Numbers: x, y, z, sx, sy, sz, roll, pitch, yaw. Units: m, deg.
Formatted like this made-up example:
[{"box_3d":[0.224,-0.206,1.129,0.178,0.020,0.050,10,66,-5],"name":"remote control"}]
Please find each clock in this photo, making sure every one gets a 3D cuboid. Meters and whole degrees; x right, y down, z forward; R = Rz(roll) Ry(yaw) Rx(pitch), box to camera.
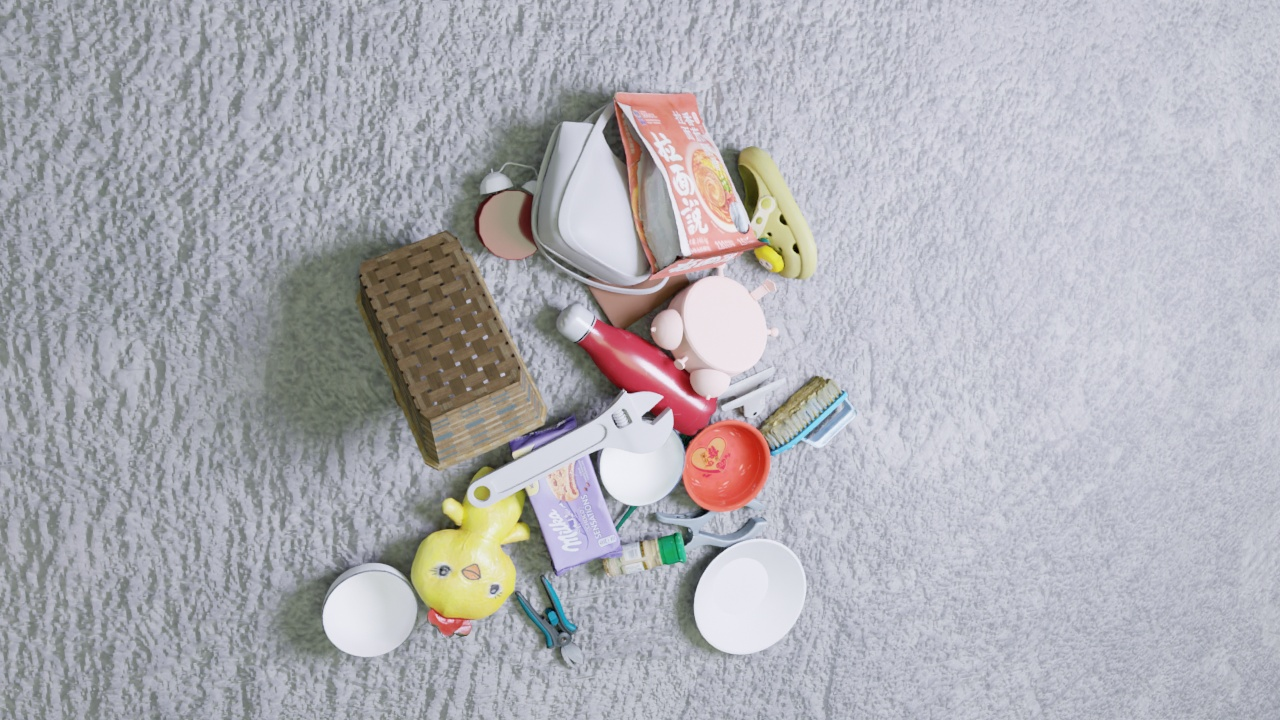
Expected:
[{"box_3d":[-0.155,-0.175,1.110,0.087,0.044,0.124,8,98,-20],"name":"clock"},{"box_3d":[0.102,-0.042,1.179,0.160,0.086,0.131,-42,97,-26],"name":"clock"}]

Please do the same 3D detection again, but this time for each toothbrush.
[{"box_3d":[0.007,0.177,1.251,0.016,0.017,0.189,38,86,-4],"name":"toothbrush"}]

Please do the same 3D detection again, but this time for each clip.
[{"box_3d":[0.097,0.216,1.284,0.163,0.028,0.106,-16,104,-16],"name":"clip"},{"box_3d":[0.151,0.048,1.270,0.102,0.054,0.057,-23,72,-12],"name":"clip"}]

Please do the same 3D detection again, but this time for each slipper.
[{"box_3d":[0.163,-0.182,1.193,0.081,0.091,0.190,-29,105,-9],"name":"slipper"}]

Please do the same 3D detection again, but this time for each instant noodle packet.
[{"box_3d":[0.050,-0.221,1.120,0.164,0.084,0.221,-17,88,-47],"name":"instant noodle packet"}]

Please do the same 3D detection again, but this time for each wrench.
[{"box_3d":[-0.085,0.119,1.145,0.273,0.018,0.087,-28,103,-6],"name":"wrench"}]

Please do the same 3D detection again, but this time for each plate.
[{"box_3d":[0.151,0.333,1.319,0.173,0.036,0.174,-4,102,-18],"name":"plate"}]

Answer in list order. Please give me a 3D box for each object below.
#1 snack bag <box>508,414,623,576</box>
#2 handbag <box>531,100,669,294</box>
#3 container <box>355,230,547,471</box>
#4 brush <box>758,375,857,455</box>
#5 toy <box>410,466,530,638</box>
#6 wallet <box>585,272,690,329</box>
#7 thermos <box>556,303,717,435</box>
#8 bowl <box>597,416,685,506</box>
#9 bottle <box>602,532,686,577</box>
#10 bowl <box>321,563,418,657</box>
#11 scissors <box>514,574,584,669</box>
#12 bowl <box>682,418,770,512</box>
[{"box_3d":[-0.097,0.178,1.192,0.096,0.058,0.205,-20,105,-11],"name":"snack bag"},{"box_3d":[-0.030,-0.211,1.123,0.215,0.096,0.222,28,73,-41],"name":"handbag"},{"box_3d":[-0.220,-0.006,1.063,0.157,0.187,0.249,-24,70,-13],"name":"container"},{"box_3d":[0.232,0.090,1.287,0.135,0.055,0.075,-41,105,-6],"name":"brush"},{"box_3d":[-0.212,0.240,1.156,0.133,0.092,0.207,29,81,-23],"name":"toy"},{"box_3d":[-0.003,-0.103,1.191,0.121,0.013,0.087,-35,110,-10],"name":"wallet"},{"box_3d":[-0.007,0.007,1.181,0.240,0.073,0.073,36,88,-21],"name":"thermos"},{"box_3d":[-0.006,0.127,1.211,0.118,0.062,0.118,-4,102,-18],"name":"bowl"},{"box_3d":[0.005,0.264,1.239,0.111,0.043,0.043,-14,106,4],"name":"bottle"},{"box_3d":[-0.335,0.302,1.136,0.113,0.063,0.113,-3,102,-18],"name":"bowl"},{"box_3d":[-0.116,0.353,1.244,0.131,0.019,0.150,15,95,-20],"name":"scissors"},{"box_3d":[0.111,0.140,1.262,0.130,0.045,0.130,-4,102,-18],"name":"bowl"}]
